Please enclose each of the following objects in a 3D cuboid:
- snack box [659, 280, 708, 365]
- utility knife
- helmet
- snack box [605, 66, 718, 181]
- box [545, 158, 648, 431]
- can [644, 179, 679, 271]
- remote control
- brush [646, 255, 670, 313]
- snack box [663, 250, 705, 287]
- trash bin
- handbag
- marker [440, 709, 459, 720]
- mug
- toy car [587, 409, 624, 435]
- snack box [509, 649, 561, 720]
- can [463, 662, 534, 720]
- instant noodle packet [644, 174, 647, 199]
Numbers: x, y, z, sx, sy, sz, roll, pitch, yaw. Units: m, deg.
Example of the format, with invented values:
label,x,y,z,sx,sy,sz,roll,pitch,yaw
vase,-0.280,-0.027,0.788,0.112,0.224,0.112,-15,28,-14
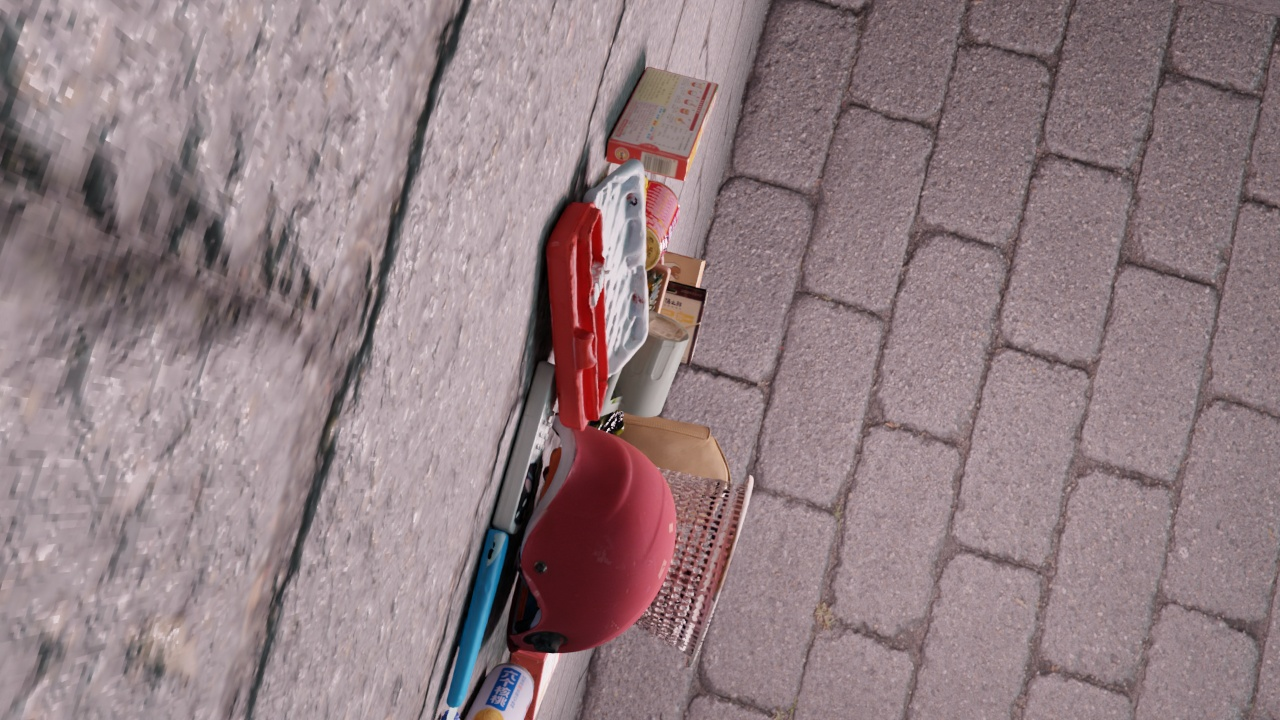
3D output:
label,x,y,z,sx,sy,sz,roll,pitch,yaw
snack box,0.028,-0.065,1.251,0.053,0.113,0.126,-70,173,-57
utility knife,-0.142,0.241,0.752,0.034,0.018,0.208,81,22,-82
helmet,-0.045,0.184,0.883,0.206,0.144,0.241,-83,-172,-52
snack box,0.024,-0.232,0.886,0.155,0.077,0.027,-70,173,-46
box,-0.034,-0.055,0.790,0.160,0.050,0.201,-59,156,-45
can,0.002,-0.142,0.974,0.093,0.066,0.067,-70,173,-51
remote control,-0.095,0.075,0.792,0.058,0.021,0.150,69,35,-82
brush,-0.002,-0.071,1.180,0.072,0.063,0.146,-55,163,-46
snack box,0.041,-0.121,1.354,0.094,0.093,0.077,-46,151,-80
trash bin,0.006,0.210,1.056,0.227,0.192,0.227,20,88,-83
handbag,0.013,0.142,1.232,0.100,0.204,0.147,117,-18,-46
marker,-0.175,0.364,0.771,0.017,0.017,0.146,-26,131,-84
mug,-0.006,0.006,1.071,0.123,0.084,0.103,-19,137,-57
toy car,-0.059,0.096,1.138,0.157,0.042,0.070,-56,165,-33
snack box,-0.130,0.369,1.161,0.126,0.044,0.113,-64,167,-62
can,-0.143,0.351,0.883,0.134,0.053,0.053,-62,166,-71
instant noodle packet,-0.027,-0.114,0.873,0.110,0.044,0.129,-63,165,-60
